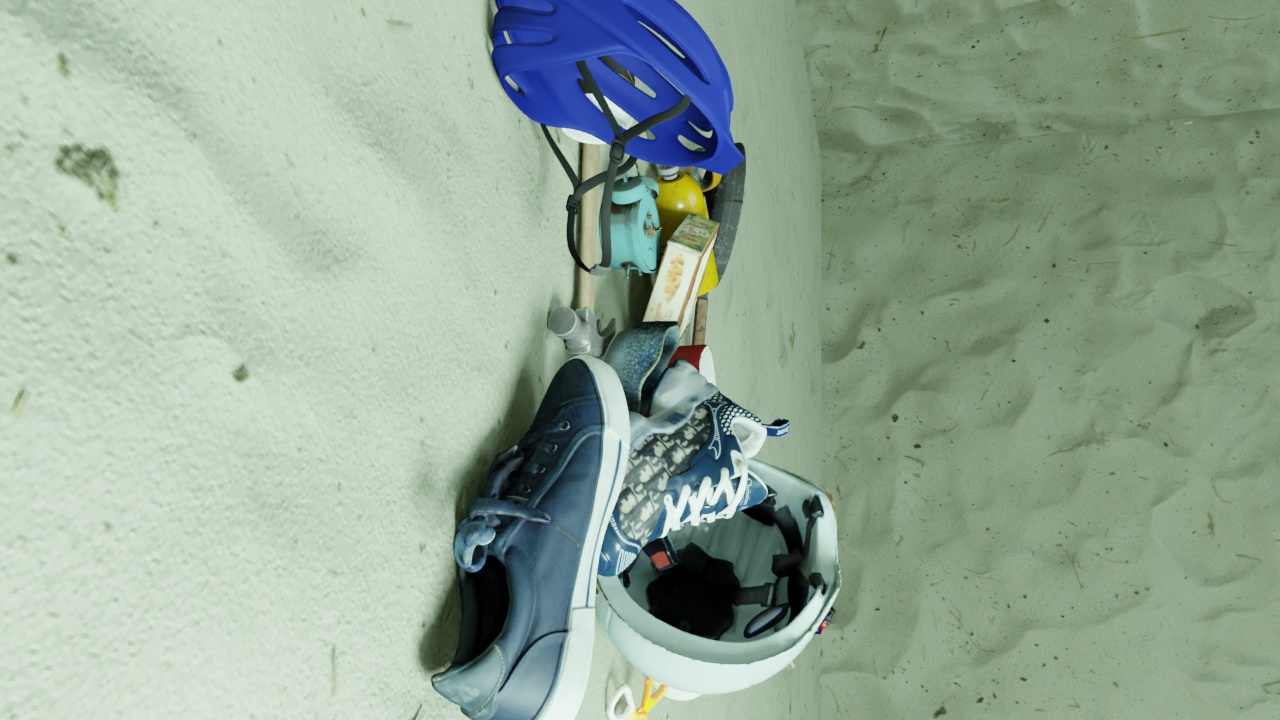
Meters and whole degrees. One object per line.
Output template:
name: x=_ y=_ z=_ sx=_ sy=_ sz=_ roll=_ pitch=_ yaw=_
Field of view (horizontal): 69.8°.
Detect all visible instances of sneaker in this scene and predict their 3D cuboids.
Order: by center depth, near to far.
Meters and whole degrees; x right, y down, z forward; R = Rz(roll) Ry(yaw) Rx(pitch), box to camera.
sneaker: x=-0.085 y=0.102 z=0.641 sx=0.127 sy=0.121 sz=0.293 roll=33 pitch=47 yaw=-27
sneaker: x=0.042 y=0.101 z=0.793 sx=0.268 sy=0.132 sz=0.103 roll=-48 pitch=156 yaw=-54

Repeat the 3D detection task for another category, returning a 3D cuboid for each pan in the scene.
pan: x=0.090 y=-0.125 z=1.266 sx=0.208 sy=0.040 sz=0.357 roll=180 pitch=-80 yaw=-83

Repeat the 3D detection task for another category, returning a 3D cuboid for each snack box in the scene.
snack box: x=0.042 y=-0.082 z=1.053 sx=0.146 sy=0.041 sz=0.143 roll=-58 pitch=166 yaw=-65

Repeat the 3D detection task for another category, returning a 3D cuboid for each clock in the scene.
clock: x=-0.009 y=-0.151 z=0.969 sx=0.090 sy=0.053 sz=0.124 roll=-31 pitch=117 yaw=-72

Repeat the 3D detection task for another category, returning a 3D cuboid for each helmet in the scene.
helmet: x=-0.036 y=-0.191 z=0.720 sx=0.227 sy=0.241 sz=0.148 roll=-66 pitch=-166 yaw=-15
helmet: x=0.059 y=0.211 z=0.872 sx=0.263 sy=0.236 sz=0.164 roll=-68 pitch=171 yaw=-52

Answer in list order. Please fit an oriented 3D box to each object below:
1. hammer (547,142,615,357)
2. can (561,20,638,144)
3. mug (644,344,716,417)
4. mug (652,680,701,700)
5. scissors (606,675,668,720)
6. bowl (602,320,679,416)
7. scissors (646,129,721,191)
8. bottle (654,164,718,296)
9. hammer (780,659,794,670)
hammer: x=-0.052 y=-0.161 z=0.891 sx=0.119 sy=0.031 sz=0.330 roll=44 pitch=43 yaw=-67
can: x=-0.040 y=-0.274 z=0.853 sx=0.072 sy=0.072 sz=0.128 roll=44 pitch=46 yaw=-66
mug: x=0.027 y=0.044 z=0.976 sx=0.080 sy=0.097 sz=0.116 roll=-44 pitch=129 yaw=-68
mug: x=0.035 y=0.308 z=0.985 sx=0.106 sy=0.083 sz=0.082 roll=65 pitch=27 yaw=-49
scissors: x=-0.010 y=0.366 z=0.919 sx=0.083 sy=0.012 sz=0.133 roll=-6 pitch=117 yaw=-36
bowl: x=-0.005 y=0.005 z=0.878 sx=0.110 sy=0.055 sz=0.110 roll=24 pitch=89 yaw=-81
scissors: x=0.064 y=-0.222 z=1.163 sx=0.016 sy=0.166 sz=0.225 roll=-43 pitch=146 yaw=-12
bottle: x=0.050 y=-0.166 z=1.138 sx=0.070 sy=0.071 sz=0.164 roll=-70 pitch=152 yaw=-52
hammer: x=0.079 y=0.236 z=1.115 sx=0.037 sy=0.158 sz=0.300 roll=64 pitch=15 yaw=-52
